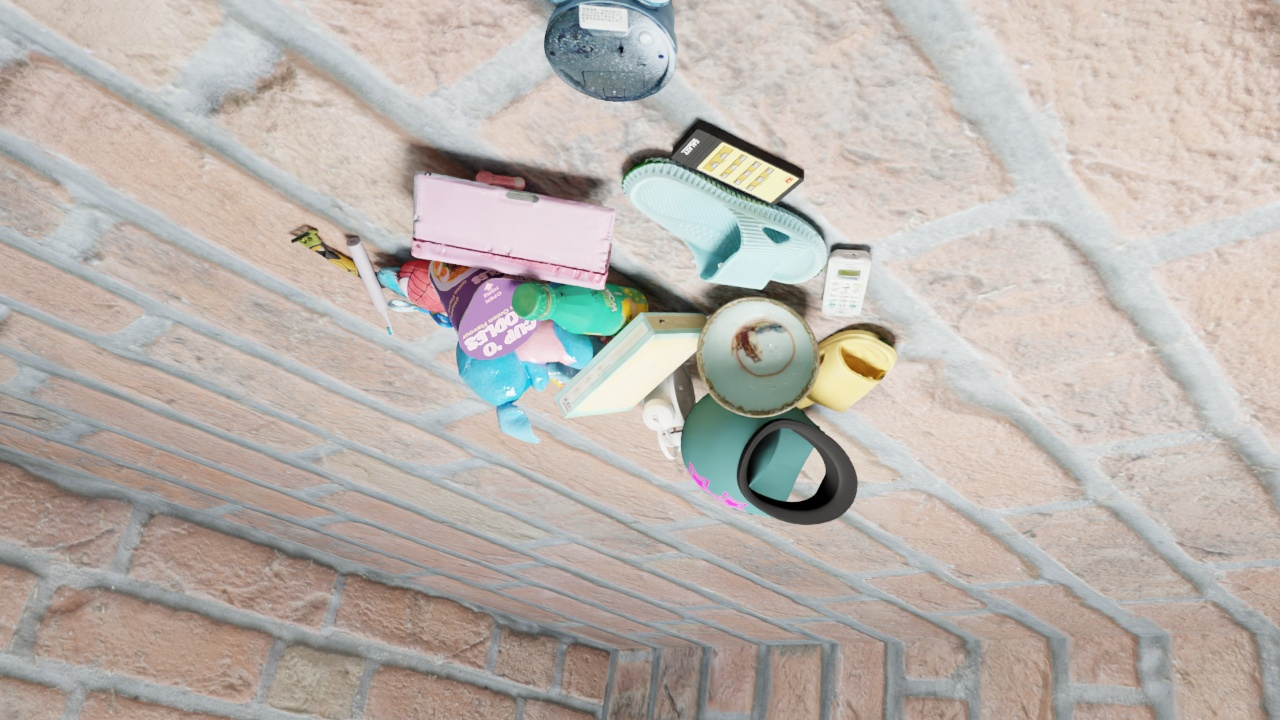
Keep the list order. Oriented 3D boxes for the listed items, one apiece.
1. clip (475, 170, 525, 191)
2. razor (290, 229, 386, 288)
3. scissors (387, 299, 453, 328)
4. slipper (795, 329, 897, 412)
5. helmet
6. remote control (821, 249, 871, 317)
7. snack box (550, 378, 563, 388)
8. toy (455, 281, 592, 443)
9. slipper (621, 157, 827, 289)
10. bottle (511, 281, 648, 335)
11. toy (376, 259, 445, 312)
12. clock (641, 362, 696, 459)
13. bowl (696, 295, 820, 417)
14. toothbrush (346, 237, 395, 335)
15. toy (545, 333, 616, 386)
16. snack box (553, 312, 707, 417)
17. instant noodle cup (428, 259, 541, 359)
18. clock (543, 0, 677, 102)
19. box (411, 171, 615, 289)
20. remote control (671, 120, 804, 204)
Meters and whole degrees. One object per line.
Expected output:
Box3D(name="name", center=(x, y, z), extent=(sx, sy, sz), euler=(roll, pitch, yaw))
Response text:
Box3D(name="clip", center=(-0.158, -0.203, 1.050), extent=(0.060, 0.023, 0.045), euler=(24, 145, -30))
Box3D(name="razor", center=(-0.406, -0.136, 1.261), extent=(0.044, 0.021, 0.144), euler=(-14, 147, 38))
Box3D(name="scissors", center=(-0.306, -0.072, 1.279), extent=(0.123, 0.016, 0.125), euler=(17, -168, -34))
Box3D(name="slipper", center=(0.266, 0.036, 1.322), extent=(0.099, 0.078, 0.264), euler=(21, 153, -22))
Box3D(name="helmet", center=(0.179, 0.137, 1.335), extent=(0.274, 0.176, 0.200), euler=(27, 180, -30))
Box3D(name="remote control", center=(0.253, -0.095, 1.130), extent=(0.050, 0.022, 0.133), euler=(5, 153, 9))
Box3D(name="snack box", center=(-0.061, 0.028, 1.464), extent=(0.152, 0.025, 0.075), euler=(-7, 149, 28))
Box3D(name="toy", center=(-0.155, -0.008, 1.227), extent=(0.192, 0.224, 0.099), euler=(-26, 163, 16))
Box3D(name="slipper", center=(0.099, -0.142, 1.042), extent=(0.276, 0.069, 0.116), euler=(23, 147, -25))
Box3D(name="bottle", center=(-0.075, -0.067, 1.149), extent=(0.068, 0.068, 0.209), euler=(-12, 172, 35))
Box3D(name="toy", center=(-0.301, -0.103, 1.249), extent=(0.133, 0.062, 0.092), euler=(8, 155, 26))
Box3D(name="clock", center=(0.046, 0.070, 1.372), extent=(0.061, 0.159, 0.120), euler=(-12, 148, 19))
Box3D(name="bowl", center=(0.159, -0.013, 1.218), extent=(0.160, 0.160, 0.093), euler=(2, -167, 14))
Box3D(name="toothbrush", center=(-0.372, -0.098, 1.282), extent=(0.019, 0.018, 0.188), euler=(-13, 141, -5))
Box3D(name="toy", center=(-0.115, -0.019, 1.313), extent=(0.180, 0.114, 0.184), euler=(30, 145, -11))
Box3D(name="snack box", center=(-0.007, 0.007, 1.250), extent=(0.194, 0.044, 0.141), euler=(-42, 157, 31))
Box3D(name="instant noodle cup", center=(-0.204, -0.091, 1.150), extent=(0.121, 0.122, 0.137), euler=(-34, 148, -13))
Box3D(name="clock", center=(-0.024, -0.294, 0.789), extent=(0.118, 0.060, 0.162), euler=(6, 152, 5))
Box3D(name="box", center=(-0.144, -0.166, 1.081), extent=(0.232, 0.106, 0.116), euler=(11, 119, -1))
Box3D(name="remote control", center=(0.103, -0.207, 0.969), extent=(0.133, 0.013, 0.058), euler=(20, 151, -20))
